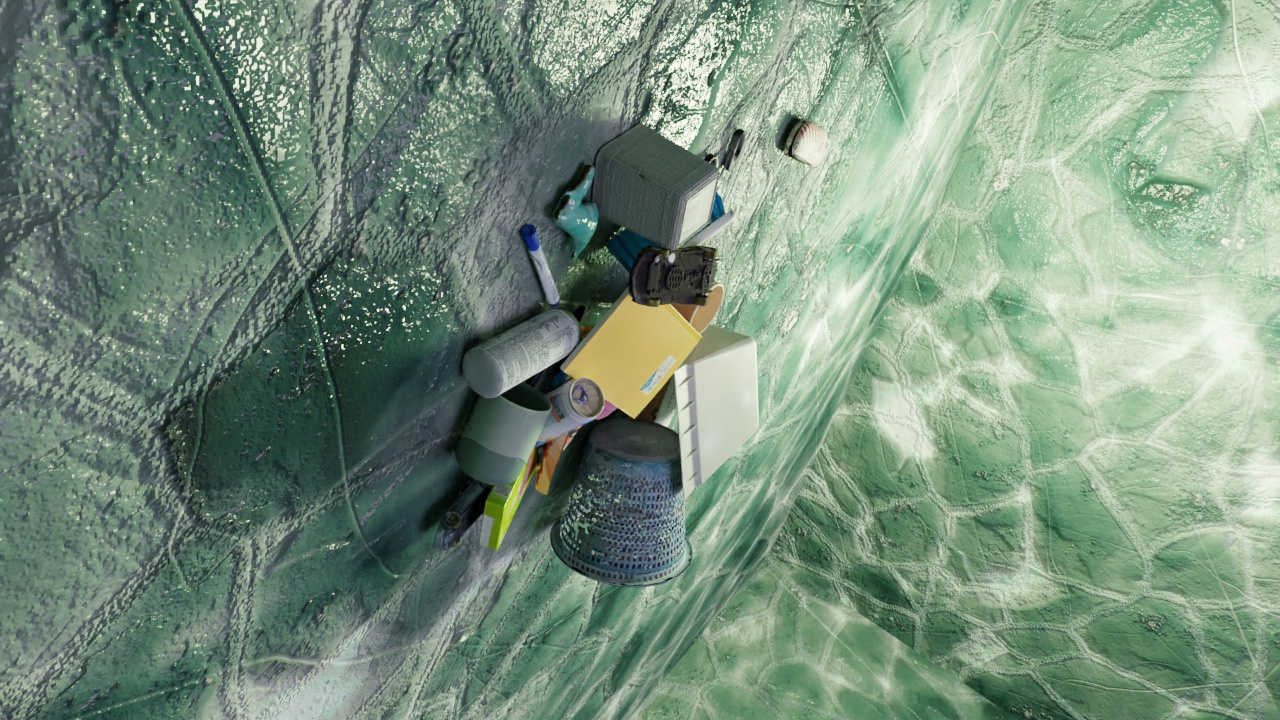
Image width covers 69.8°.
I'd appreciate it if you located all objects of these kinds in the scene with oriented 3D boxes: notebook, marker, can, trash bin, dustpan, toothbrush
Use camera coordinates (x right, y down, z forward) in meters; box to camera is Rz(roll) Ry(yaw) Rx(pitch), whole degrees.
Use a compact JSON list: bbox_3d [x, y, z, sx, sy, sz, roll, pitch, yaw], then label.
[{"bbox_3d":[-0.005,-0.010,1.141,0.146,0.010,0.206,-50,149,1],"label":"notebook"},{"bbox_3d":[-0.108,-0.101,1.006,0.016,0.017,0.146,-51,159,-18],"label":"marker"},{"bbox_3d":[-0.129,-0.011,1.024,0.146,0.058,0.058,-33,148,-49],"label":"can"},{"bbox_3d":[-0.016,0.203,1.412,0.226,0.227,0.195,-25,129,-56],"label":"trash bin"},{"bbox_3d":[0.087,0.051,1.417,0.257,0.143,0.223,-28,122,-41],"label":"dustpan"},{"bbox_3d":[-0.123,0.010,1.137,0.189,0.014,0.017,-56,-176,-3],"label":"toothbrush"},{"bbox_3d":[-0.101,0.063,1.103,0.135,0.053,0.053,-28,-172,47],"label":"can"}]

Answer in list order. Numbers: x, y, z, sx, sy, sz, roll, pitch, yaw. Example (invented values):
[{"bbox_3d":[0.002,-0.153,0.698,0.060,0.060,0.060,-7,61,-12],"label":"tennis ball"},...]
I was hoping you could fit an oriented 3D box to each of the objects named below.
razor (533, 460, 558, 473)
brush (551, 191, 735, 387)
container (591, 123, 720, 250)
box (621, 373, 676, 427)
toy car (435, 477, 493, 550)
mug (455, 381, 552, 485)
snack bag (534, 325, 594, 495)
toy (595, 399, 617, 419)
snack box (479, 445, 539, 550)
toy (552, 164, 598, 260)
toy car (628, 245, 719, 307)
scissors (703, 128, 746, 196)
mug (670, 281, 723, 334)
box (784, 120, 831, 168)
[{"bbox_3d":[-0.164,0.167,1.243,0.043,0.028,0.132,-34,180,38],"label":"razor"},{"bbox_3d":[-0.010,-0.102,1.115,0.314,0.109,0.060,-37,-178,-8],"label":"brush"},{"bbox_3d":[0.019,-0.191,1.025,0.090,0.114,0.090,-43,155,-37],"label":"container"},{"bbox_3d":[0.031,0.041,1.470,0.089,0.060,0.185,-29,144,-54],"label":"box"},{"bbox_3d":[-0.213,0.180,1.130,0.120,0.037,0.054,-53,164,-39],"label":"toy car"},{"bbox_3d":[-0.160,0.078,1.068,0.111,0.082,0.106,-99,-147,-72],"label":"mug"},{"bbox_3d":[-0.088,0.061,1.198,0.128,0.073,0.208,-93,-153,-69],"label":"snack bag"},{"bbox_3d":[-0.008,0.008,1.293,0.194,0.074,0.179,-48,177,-36],"label":"toy"},{"bbox_3d":[-0.161,0.153,1.155,0.156,0.026,0.086,-69,176,-51],"label":"snack box"},{"bbox_3d":[-0.067,-0.161,0.996,0.096,0.030,0.092,-65,162,1],"label":"toy"},{"bbox_3d":[0.038,-0.100,1.063,0.157,0.042,0.070,-6,112,-49],"label":"toy car"},{"bbox_3d":[0.109,-0.249,1.299,0.178,0.014,0.159,-62,160,15],"label":"scissors"},{"bbox_3d":[0.055,-0.095,1.258,0.114,0.106,0.082,-23,140,-58],"label":"mug"},{"bbox_3d":[0.269,-0.352,1.489,0.070,0.055,0.164,-49,162,19],"label":"box"}]
